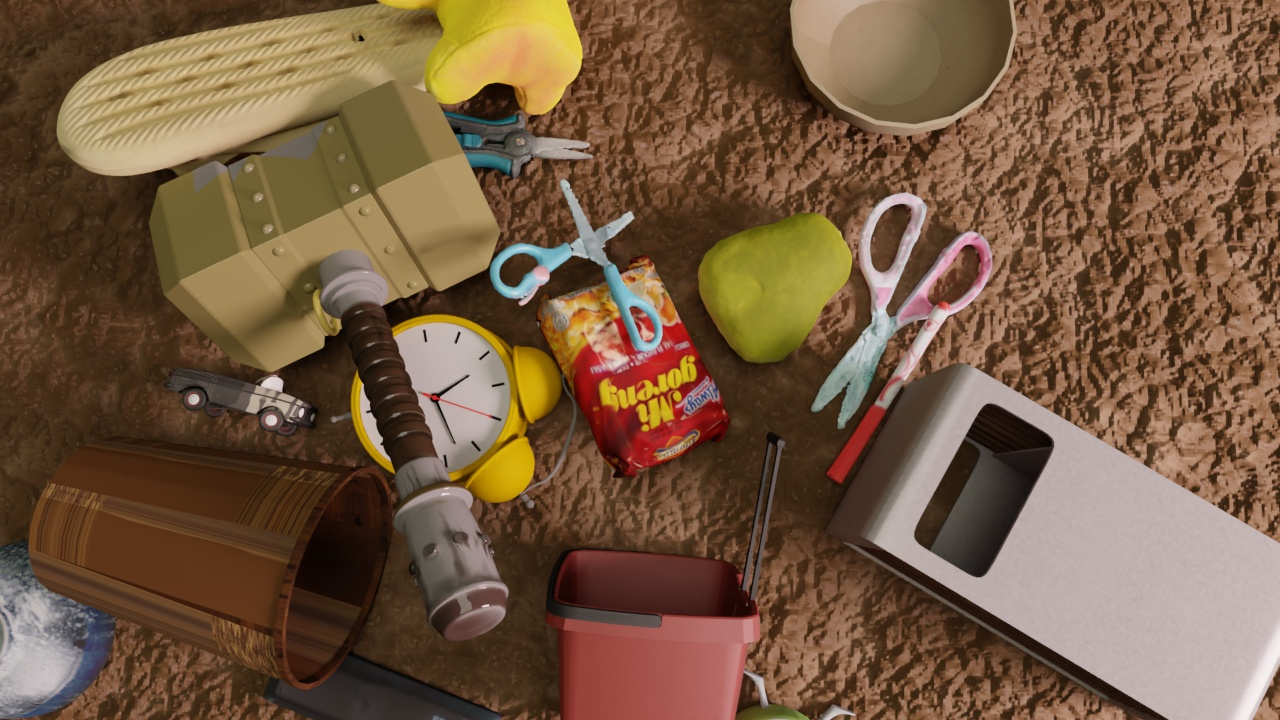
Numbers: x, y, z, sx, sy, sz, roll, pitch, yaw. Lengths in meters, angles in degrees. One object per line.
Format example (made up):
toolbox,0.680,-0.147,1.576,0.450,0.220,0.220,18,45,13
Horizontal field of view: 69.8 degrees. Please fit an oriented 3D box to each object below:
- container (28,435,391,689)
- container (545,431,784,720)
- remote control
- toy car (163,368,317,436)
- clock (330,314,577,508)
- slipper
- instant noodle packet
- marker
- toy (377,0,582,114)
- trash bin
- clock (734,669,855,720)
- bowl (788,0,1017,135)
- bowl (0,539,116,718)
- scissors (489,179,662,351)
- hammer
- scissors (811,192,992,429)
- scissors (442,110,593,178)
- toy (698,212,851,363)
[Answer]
container,-0.259,0.112,0.559,0.167,0.132,0.132,12,82,7
container,0.010,0.138,0.540,0.127,0.148,0.201,5,91,0
remote control,-0.167,0.223,0.590,0.150,0.022,0.047,20,82,3
toy car,-0.263,0.024,0.609,0.092,0.040,0.037,15,79,-1
clock,-0.118,0.031,0.604,0.152,0.052,0.113,18,82,6
slipper,-0.246,-0.175,0.623,0.261,0.079,0.111,-23,60,-19
instant noodle packet,-0.004,0.003,0.598,0.098,0.040,0.135,-20,80,-35
marker,0.168,0.021,0.617,0.013,0.013,0.142,33,88,5
toy,-0.105,-0.265,0.606,0.134,0.088,0.193,0,71,-41
trash bin,0.249,0.115,0.558,0.229,0.114,0.114,31,83,4
clock,0.081,0.267,0.573,0.094,0.042,0.119,19,83,4
bowl,0.176,-0.224,0.640,0.152,0.050,0.152,0,82,0
bowl,-0.403,0.173,0.579,0.114,0.061,0.114,0,83,-1
scissors,-0.029,-0.055,0.575,0.133,0.015,0.134,47,50,1
hammer,-0.145,0.005,0.516,0.190,0.101,0.324,-27,58,-5
scissors,0.158,-0.036,0.633,0.103,0.016,0.178,41,87,1
scissors,-0.114,-0.148,0.645,0.142,0.019,0.127,-37,78,-11
toy,0.095,-0.053,0.615,0.110,0.051,0.090,-32,85,-7
